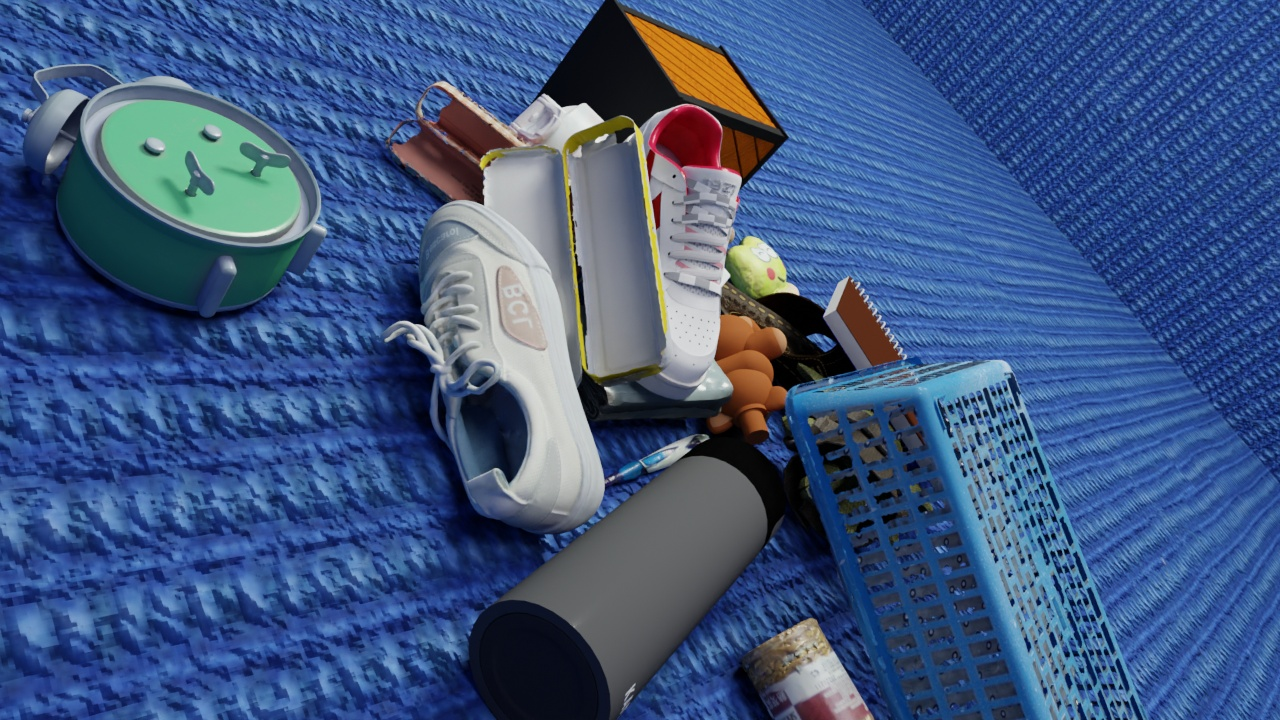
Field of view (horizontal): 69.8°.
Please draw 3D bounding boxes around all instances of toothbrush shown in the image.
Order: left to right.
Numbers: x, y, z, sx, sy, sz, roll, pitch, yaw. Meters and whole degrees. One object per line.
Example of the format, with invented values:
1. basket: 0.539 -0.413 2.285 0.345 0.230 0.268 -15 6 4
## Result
1. toothbrush: 0.000 0.074 0.648 0.016 0.017 0.188 47 31 19

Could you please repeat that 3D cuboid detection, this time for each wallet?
1. wallet: -0.004 0.004 0.694 0.131 0.054 0.100 5 41 -43

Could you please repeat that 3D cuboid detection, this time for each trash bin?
1. trash bin: 0.018 -0.236 0.911 0.171 0.140 0.139 2 51 -48

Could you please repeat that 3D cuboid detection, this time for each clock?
1. clock: -0.259 -0.106 0.504 0.161 0.076 0.121 43 32 -1

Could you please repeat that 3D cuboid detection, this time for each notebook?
1. notebook: 0.246 0.023 0.882 0.209 0.022 0.171 56 23 -4

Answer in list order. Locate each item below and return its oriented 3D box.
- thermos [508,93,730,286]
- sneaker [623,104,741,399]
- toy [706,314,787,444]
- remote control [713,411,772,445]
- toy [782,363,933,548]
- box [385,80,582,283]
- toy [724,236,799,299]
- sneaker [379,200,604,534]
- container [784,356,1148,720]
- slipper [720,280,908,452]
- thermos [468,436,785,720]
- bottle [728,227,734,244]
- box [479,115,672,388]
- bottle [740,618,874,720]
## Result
1. thermos: -0.021 -0.129 0.788 0.220 0.100 0.099 45 31 -6
2. sneaker: 0.032 -0.093 0.672 0.090 0.105 0.236 20 53 -27
3. toy: 0.081 0.016 0.751 0.065 0.095 0.127 58 13 -49
4. remote control: 0.078 0.065 0.751 0.032 0.015 0.136 44 31 0
5. toy: 0.174 0.092 0.770 0.179 0.078 0.152 49 28 3
6. box: -0.107 -0.136 0.722 0.187 0.083 0.042 36 20 -11
7. toy: 0.133 -0.076 0.952 0.115 0.046 0.091 54 29 -1
8. sneaker: -0.098 -0.010 0.558 0.090 0.090 0.242 24 38 -56
9. container: 0.253 0.165 0.663 0.256 0.089 0.362 -9 78 -53
10. slipper: 0.172 -0.004 0.880 0.268 0.076 0.112 35 33 -16
11. thermos: 0.007 0.122 0.539 0.082 0.082 0.239 50 32 8
12. bottle: 0.045 -0.130 0.895 0.131 0.061 0.061 1 49 -48
13. box: -0.049 -0.075 0.644 0.036 0.130 0.209 62 19 -63
14. bottle: 0.112 0.220 0.570 0.056 0.056 0.105 -1 54 -49
